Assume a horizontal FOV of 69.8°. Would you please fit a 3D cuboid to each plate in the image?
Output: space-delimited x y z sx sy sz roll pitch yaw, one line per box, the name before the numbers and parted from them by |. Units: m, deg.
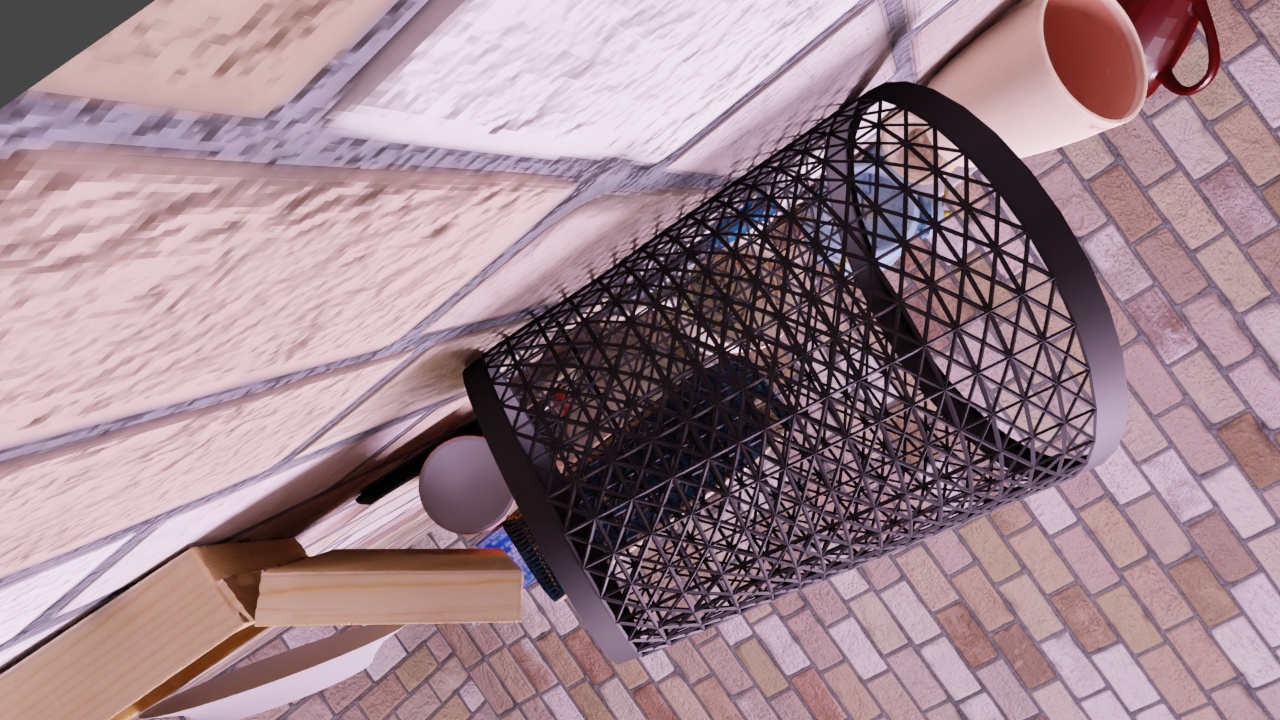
plate | -0.234 0.209 0.607 0.173 0.019 0.173 -17 175 -2

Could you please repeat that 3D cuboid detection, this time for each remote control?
remote control | -0.160 0.074 0.701 0.124 0.010 0.039 -33 177 -39

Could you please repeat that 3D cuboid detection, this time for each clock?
clock | 0.190 -0.123 0.741 0.124 0.089 0.052 -33 171 -3

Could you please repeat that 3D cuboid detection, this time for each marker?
marker | 0.030 -0.065 0.568 0.123 0.015 0.018 -33 175 8

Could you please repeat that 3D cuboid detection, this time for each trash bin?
trash bin | 0.059 0.017 0.459 0.243 0.217 0.217 -28 177 -4

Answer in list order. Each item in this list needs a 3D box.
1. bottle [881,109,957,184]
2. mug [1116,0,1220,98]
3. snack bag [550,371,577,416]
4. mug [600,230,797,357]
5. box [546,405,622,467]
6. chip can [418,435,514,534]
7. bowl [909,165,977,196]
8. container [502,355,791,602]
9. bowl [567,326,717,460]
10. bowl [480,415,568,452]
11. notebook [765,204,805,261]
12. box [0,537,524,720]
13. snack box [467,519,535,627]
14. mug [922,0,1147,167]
bottle | 0.240 -0.181 0.649 0.161 0.056 0.057 -34 177 -29
mug | 0.328 -0.220 0.585 0.087 0.114 0.089 -16 151 -26
snack bag | -0.047 0.023 0.942 0.077 0.036 0.116 -34 177 -20
mug | 0.030 -0.034 0.627 0.121 0.081 0.097 -13 176 -24
box | -0.063 0.072 1.016 0.148 0.043 0.217 -28 -169 -41
chip can | -0.124 0.095 0.680 0.062 0.062 0.210 -35 178 -12
bowl | 0.242 -0.167 0.822 0.132 0.064 0.132 -36 177 -3
container | 0.009 0.080 0.669 0.188 0.071 0.145 -39 173 19
bowl | -0.004 0.004 0.754 0.177 0.071 0.177 -35 178 -1
bowl | -0.131 0.090 0.865 0.150 0.057 0.151 -35 177 -2
notebook | 0.094 -0.081 0.876 0.216 0.034 0.189 -37 176 35
box | -0.199 0.144 0.530 0.260 0.096 0.248 -10 174 -12
snack box | -0.069 0.134 0.785 0.226 0.059 0.059 -37 177 -21
mug | 0.231 -0.173 0.548 0.104 0.085 0.111 -19 -138 62
